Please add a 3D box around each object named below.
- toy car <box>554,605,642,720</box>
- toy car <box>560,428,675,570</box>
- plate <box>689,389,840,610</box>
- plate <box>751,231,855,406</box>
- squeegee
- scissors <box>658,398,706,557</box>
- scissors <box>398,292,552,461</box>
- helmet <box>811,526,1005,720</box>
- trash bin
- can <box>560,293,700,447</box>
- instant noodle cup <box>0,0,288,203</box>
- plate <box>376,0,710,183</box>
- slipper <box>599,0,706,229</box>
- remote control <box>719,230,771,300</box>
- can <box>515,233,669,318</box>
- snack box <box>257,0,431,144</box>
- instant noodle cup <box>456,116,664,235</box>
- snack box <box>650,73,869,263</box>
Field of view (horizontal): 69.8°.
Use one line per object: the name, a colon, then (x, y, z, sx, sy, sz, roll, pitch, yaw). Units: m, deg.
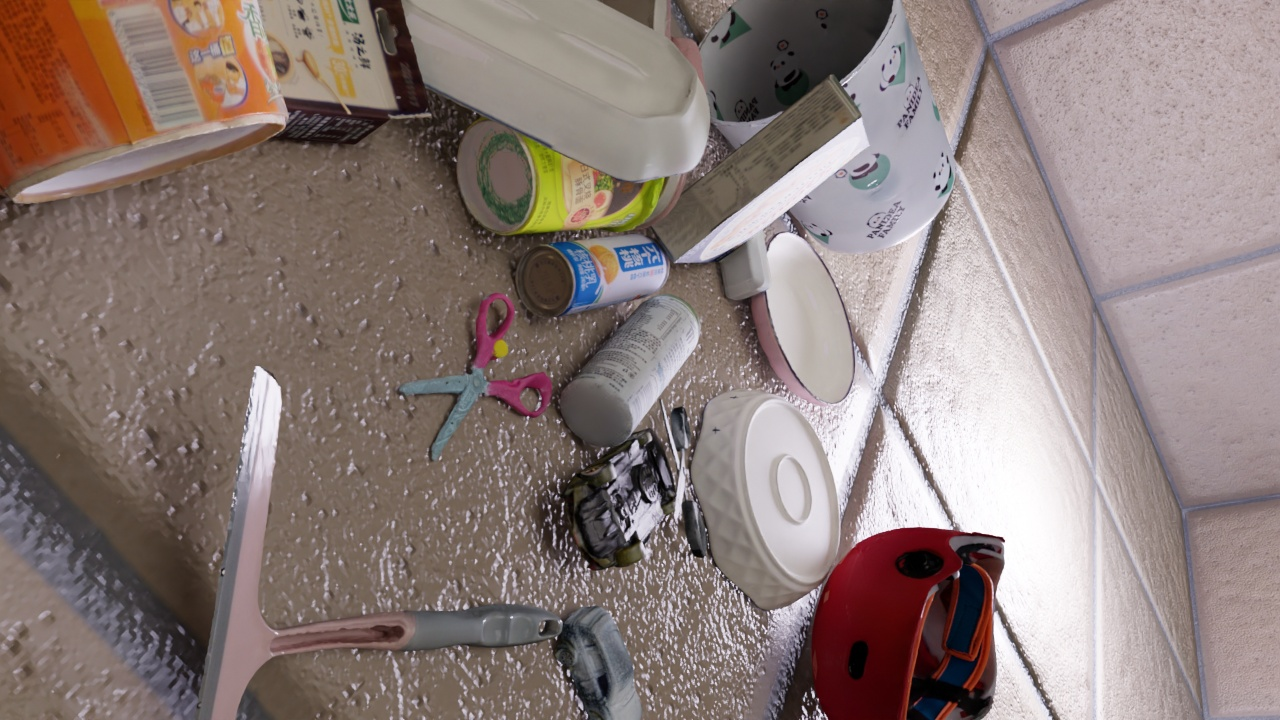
toy car: (-0.024, 0.208, 0.608, 0.042, 0.034, 0.090, -26, 98, -58)
toy car: (-0.011, 0.097, 0.664, 0.157, 0.042, 0.070, -29, 100, -67)
plate: (0.123, 0.120, 0.837, 0.204, 0.046, 0.204, 26, 56, -45)
plate: (0.167, -0.041, 0.975, 0.192, 0.039, 0.192, 28, 54, -45)
squeegee: (-0.128, 0.146, 0.487, 0.249, 0.040, 0.247, 19, 76, -55)
scissors: (0.032, 0.081, 0.700, 0.159, 0.014, 0.179, -93, 172, -45)
scissors: (-0.101, 0.019, 0.604, 0.118, 0.017, 0.133, 52, 43, -32)
helmet: (0.224, 0.252, 0.827, 0.239, 0.144, 0.207, -20, 114, -47)
trash bin: (0.210, -0.259, 0.989, 0.252, 0.230, 0.229, 43, 43, -43)
can: (-0.004, 0.004, 0.704, 0.058, 0.058, 0.146, 60, 36, -16)
instant noodle cup: (-0.230, -0.138, 0.392, 0.151, 0.152, 0.111, -37, 113, -54)
plate: (-0.067, -0.216, 0.625, 0.265, 0.034, 0.161, 25, 47, -8)
slipper: (0.004, -0.223, 0.778, 0.054, 0.114, 0.273, 24, 50, -42)
remote control: (0.096, -0.124, 0.908, 0.024, 0.049, 0.124, 10, 66, -49)
can: (-0.033, -0.067, 0.701, 0.134, 0.053, 0.053, -18, 90, -55)
snack box: (-0.198, -0.187, 0.527, 0.125, 0.053, 0.113, -10, 83, -52)
instant noodle cup: (-0.061, -0.138, 0.658, 0.123, 0.112, 0.111, -24, 94, -47)
snack box: (0.108, -0.154, 0.784, 0.046, 0.178, 0.182, 54, 17, 5)
